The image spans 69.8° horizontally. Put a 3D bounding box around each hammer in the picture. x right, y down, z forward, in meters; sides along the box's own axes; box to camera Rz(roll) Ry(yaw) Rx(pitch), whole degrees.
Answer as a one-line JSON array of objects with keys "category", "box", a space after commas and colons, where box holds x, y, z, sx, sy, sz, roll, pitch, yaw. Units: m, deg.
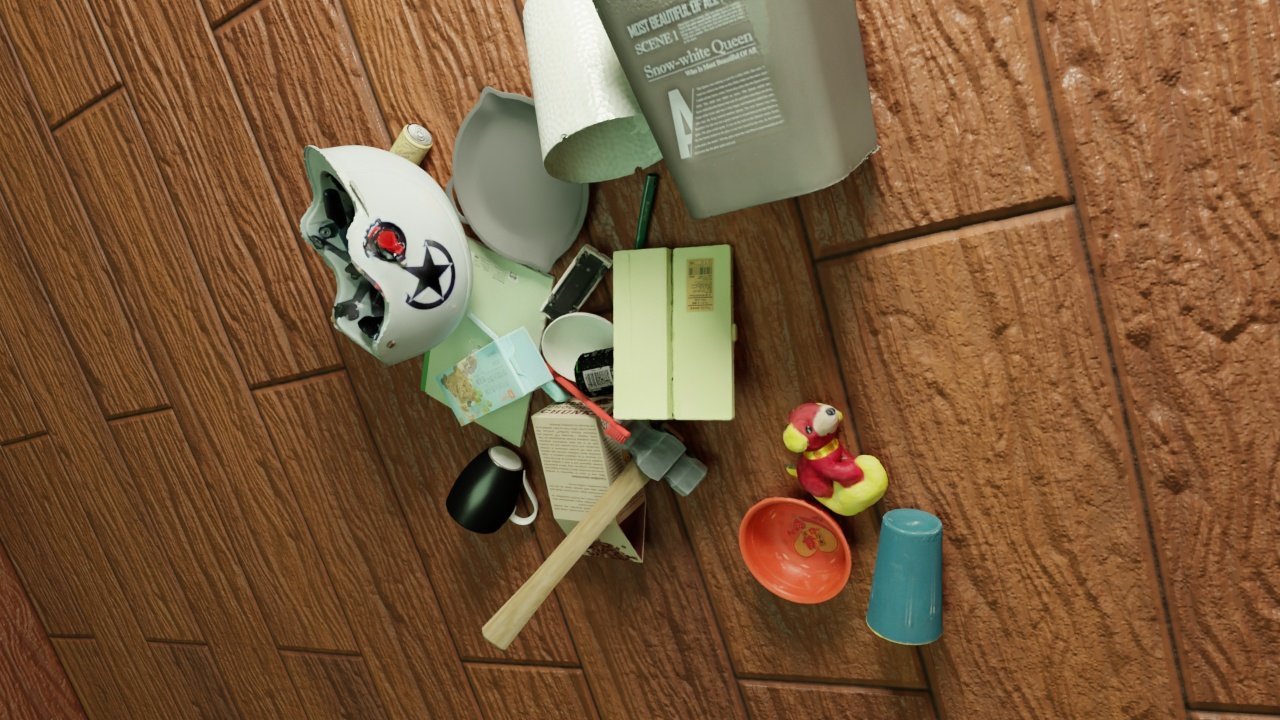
[{"category": "hammer", "box": [-0.066, 0.202, 1.055, 0.117, 0.051, 0.323, 40, 94, -17]}]

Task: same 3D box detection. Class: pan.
[{"category": "pan", "box": [-0.085, -0.217, 1.023, 0.355, 0.024, 0.216, -9, 104, 35]}]

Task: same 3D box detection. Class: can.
[{"category": "can", "box": [-0.289, -0.252, 1.130, 0.038, 0.038, 0.080, 51, 127, 5]}, {"category": "can", "box": [-0.006, 0.006, 1.033, 0.138, 0.053, 0.054, -12, 103, 21]}]

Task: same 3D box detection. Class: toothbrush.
[{"category": "toothbrush", "box": [0.000, -0.114, 1.017, 0.017, 0.016, 0.190, 24, 121, 25]}, {"category": "toothbrush", "box": [-0.072, 0.047, 1.068, 0.018, 0.012, 0.212, -55, 39, 0]}]

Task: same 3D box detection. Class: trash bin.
[{"category": "trash bin", "box": [-0.047, -0.276, 0.894, 0.134, 0.133, 0.161, -23, 76, 37]}, {"category": "trash bin", "box": [0.094, -0.260, 0.799, 0.198, 0.196, 0.220, -8, 111, 35]}]

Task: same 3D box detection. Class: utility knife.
[{"category": "utility knife", "box": [-0.155, -0.008, 1.144, 0.177, 0.022, 0.016, 41, 124, 16]}]

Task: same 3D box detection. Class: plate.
[{"category": "plate", "box": [-0.063, -0.019, 1.078, 0.104, 0.026, 0.104, 6, 130, 7]}]

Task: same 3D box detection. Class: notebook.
[{"category": "notebook", "box": [-0.205, -0.029, 1.188, 0.182, 0.010, 0.253, 26, 121, 21]}]

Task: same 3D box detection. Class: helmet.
[{"category": "helmet", "box": [-0.290, -0.136, 1.084, 0.237, 0.163, 0.264, 15, 122, 57]}]

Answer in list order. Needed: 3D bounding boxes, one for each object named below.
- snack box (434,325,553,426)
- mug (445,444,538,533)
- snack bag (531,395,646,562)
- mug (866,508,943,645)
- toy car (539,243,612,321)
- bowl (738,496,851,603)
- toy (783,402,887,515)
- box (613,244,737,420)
[{"category": "snack box", "box": [-0.184, 0.022, 1.135, 0.175, 0.053, 0.075, -24, 96, 50]}, {"category": "mug", "box": [-0.186, 0.174, 1.226, 0.119, 0.084, 0.100, 26, 113, -14]}, {"category": "snack bag", "box": [-0.056, 0.153, 1.131, 0.095, 0.069, 0.206, 0, 110, 32]}, {"category": "mug", "box": [0.277, 0.220, 0.949, 0.078, 0.078, 0.121, 9, 109, 30]}, {"category": "toy car", "box": [-0.074, -0.089, 1.062, 0.039, 0.039, 0.113, 32, 125, -11]}, {"category": "bowl", "box": [0.177, 0.202, 1.019, 0.131, 0.045, 0.131, 13, 116, 28]}, {"category": "toy", "box": [0.196, 0.104, 0.963, 0.106, 0.067, 0.137, -19, 111, 39]}, {"category": "box", "box": [0.035, -0.028, 0.977, 0.137, 0.024, 0.187, 1, 89, 19]}]
